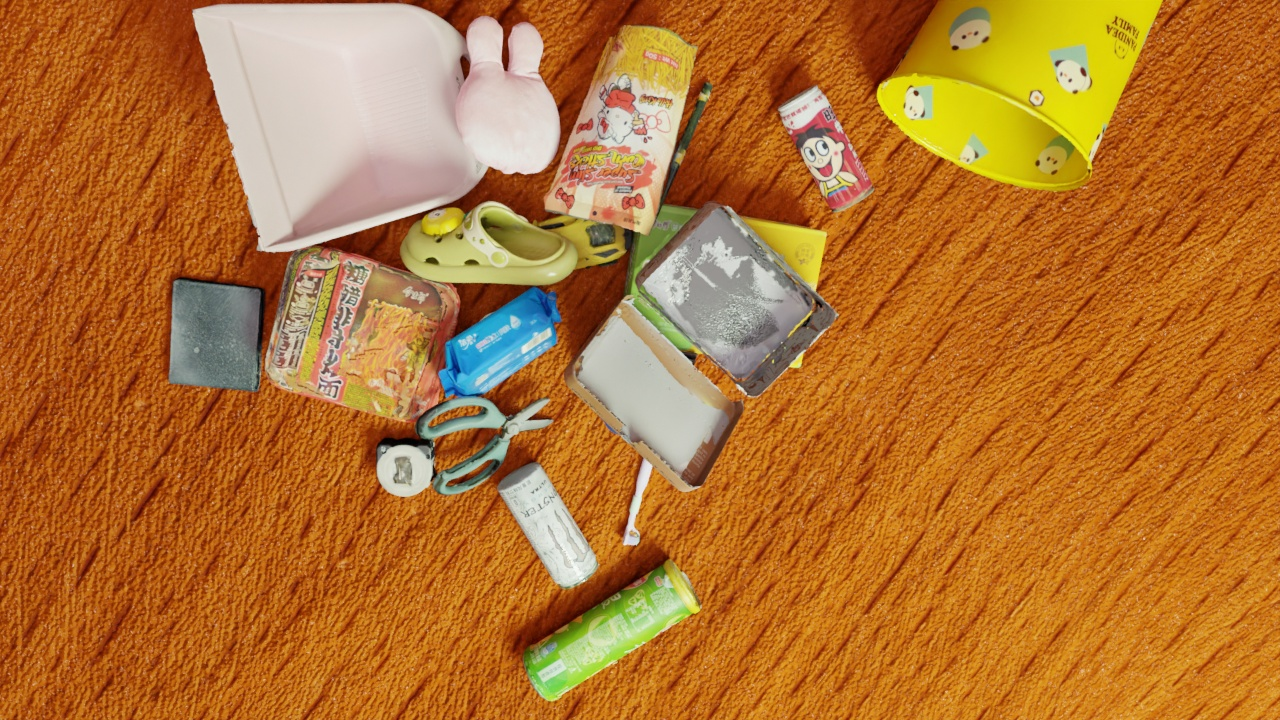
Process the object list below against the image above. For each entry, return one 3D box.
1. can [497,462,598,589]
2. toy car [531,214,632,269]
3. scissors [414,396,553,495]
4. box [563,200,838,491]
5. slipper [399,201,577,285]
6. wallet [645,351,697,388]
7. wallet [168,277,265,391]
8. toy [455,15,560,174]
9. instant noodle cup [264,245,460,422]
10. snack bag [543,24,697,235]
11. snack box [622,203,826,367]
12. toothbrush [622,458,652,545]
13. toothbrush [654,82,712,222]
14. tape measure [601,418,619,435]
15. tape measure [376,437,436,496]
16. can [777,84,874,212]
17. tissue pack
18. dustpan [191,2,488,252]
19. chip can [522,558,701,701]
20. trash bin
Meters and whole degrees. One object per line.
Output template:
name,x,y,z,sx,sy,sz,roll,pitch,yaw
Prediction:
can,-0.108,0.193,1.077,0.058,0.058,0.147,-29,102,1
toy car,-0.086,-0.128,1.023,0.156,0.041,0.071,-15,101,0
scissors,-0.184,0.080,1.028,0.172,0.019,0.179,-37,140,2
box,0.059,-0.020,0.941,0.179,0.124,0.273,43,74,-12
slipper,-0.159,-0.131,0.961,0.190,0.091,0.082,7,128,9
wallet,-0.006,0.006,1.036,0.122,0.097,0.020,10,63,-8
wallet,-0.472,-0.028,1.021,0.097,0.019,0.121,6,99,-6
toy,-0.138,-0.278,0.970,0.121,0.054,0.159,-4,96,-37
instant noodle cup,-0.298,-0.031,1.004,0.189,0.079,0.164,17,100,-8
snack bag,-0.018,-0.242,0.967,0.129,0.073,0.207,17,85,22
snack box,0.089,-0.086,1.032,0.210,0.070,0.158,8,101,-7
toothbrush,0.009,0.131,1.095,0.021,0.029,0.189,19,100,29
toothbrush,0.040,-0.225,0.989,0.017,0.012,0.185,19,72,8
tape measure,-0.019,0.060,1.075,0.058,0.025,0.054,19,101,-5
tape measure,-0.270,0.123,1.061,0.066,0.033,0.066,-2,101,-3
can,0.206,-0.235,1.020,0.053,0.053,0.133,-32,103,2
tissue pack,-0.154,-0.018,0.999,0.157,0.095,0.052,-36,78,-12
dustpan,-0.265,-0.247,0.902,0.139,0.272,0.223,-7,106,22
chip can,-0.037,0.325,1.103,0.221,0.072,0.072,-32,102,2
trash bin,0.405,-0.341,0.939,0.229,0.229,0.255,27,92,-10
